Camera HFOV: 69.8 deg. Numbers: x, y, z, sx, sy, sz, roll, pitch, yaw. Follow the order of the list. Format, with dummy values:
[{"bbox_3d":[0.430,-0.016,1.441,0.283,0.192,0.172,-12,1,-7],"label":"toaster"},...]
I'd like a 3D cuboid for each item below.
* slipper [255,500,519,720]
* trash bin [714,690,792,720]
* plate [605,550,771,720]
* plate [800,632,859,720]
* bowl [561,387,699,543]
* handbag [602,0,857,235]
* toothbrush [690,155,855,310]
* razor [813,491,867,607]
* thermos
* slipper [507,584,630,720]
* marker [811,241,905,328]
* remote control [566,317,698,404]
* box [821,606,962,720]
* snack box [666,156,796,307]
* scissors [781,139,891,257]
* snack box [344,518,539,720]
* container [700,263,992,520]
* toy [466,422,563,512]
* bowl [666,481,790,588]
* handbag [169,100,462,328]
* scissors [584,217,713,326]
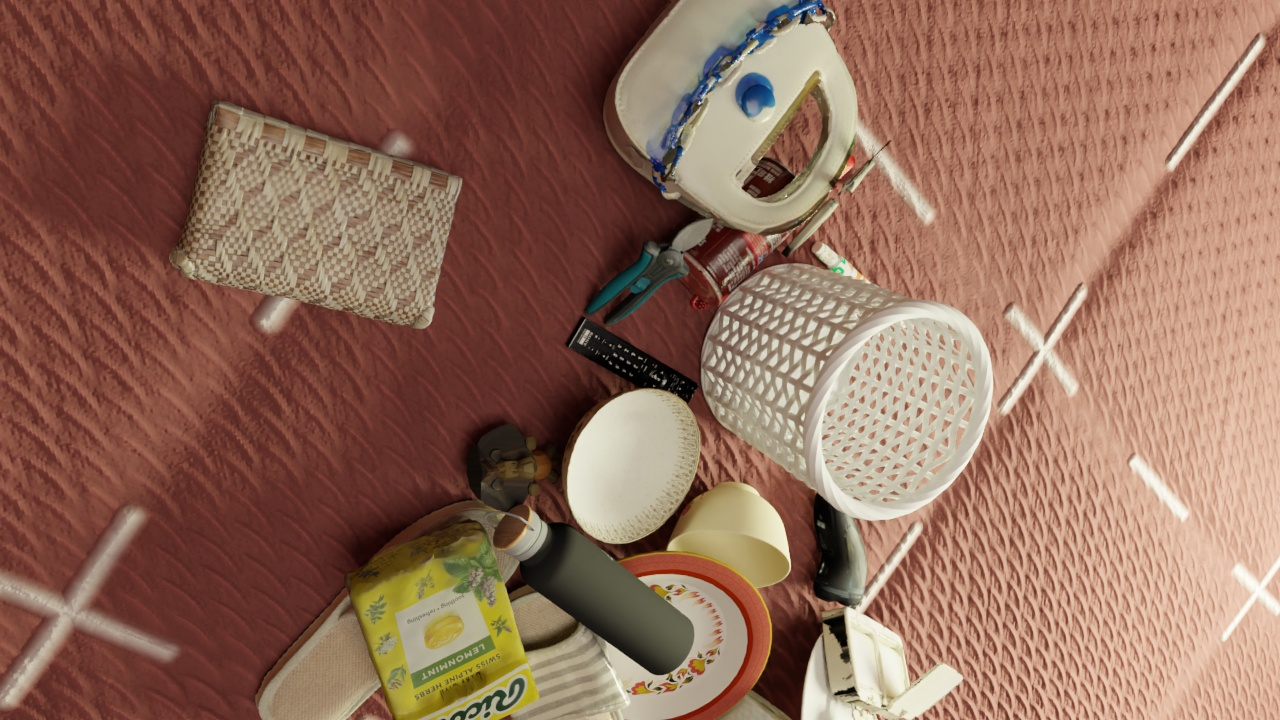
[{"bbox_3d":[-0.209,0.231,0.789,0.262,0.052,0.115,-41,118,-8],"label":"slipper"},{"bbox_3d":[0.095,0.436,0.962,0.133,0.133,0.161,39,82,-30],"label":"trash bin"},{"bbox_3d":[0.015,0.279,0.904,0.229,0.021,0.230,-3,114,-7],"label":"plate"},{"bbox_3d":[0.214,0.397,0.989,0.208,0.015,0.208,20,67,-59],"label":"plate"},{"bbox_3d":[-0.021,0.085,0.817,0.145,0.063,0.145,-13,113,-35],"label":"bowl"},{"bbox_3d":[0.085,-0.201,0.734,0.199,0.093,0.200,37,86,-12],"label":"handbag"},{"bbox_3d":[0.127,-0.120,0.854,0.212,0.018,0.012,-43,119,-7],"label":"toothbrush"},{"bbox_3d":[0.204,0.199,0.976,0.063,0.053,0.140,-26,115,-25],"label":"razor"},{"bbox_3d":[-0.047,0.194,0.798,0.061,0.061,0.231,-48,118,-4],"label":"thermos"},{"bbox_3d":[-0.066,0.328,0.875,0.114,0.054,0.273,-14,115,3],"label":"slipper"},{"bbox_3d":[0.221,-0.074,0.915,0.145,0.017,0.017,34,90,-30],"label":"marker"},{"bbox_3d":[-0.005,0.005,0.836,0.140,0.009,0.030,30,92,-30],"label":"remote control"},{"bbox_3d":[0.278,0.357,0.969,0.099,0.183,0.143,-25,140,31],"label":"box"},{"bbox_3d":[0.086,-0.114,0.806,0.121,0.072,0.072,-44,119,-8],"label":"snack box"},{"bbox_3d":[0.178,-0.147,0.817,0.012,0.171,0.157,43,41,2],"label":"scissors"},{"bbox_3d":[-0.161,0.230,0.757,0.121,0.045,0.181,-20,114,-23],"label":"snack box"},{"bbox_3d":[0.177,0.019,0.826,0.189,0.187,0.189,-8,110,-23],"label":"container"},{"bbox_3d":[-0.102,0.092,0.795,0.100,0.063,0.076,-1,85,-43],"label":"toy"},{"bbox_3d":[0.088,0.161,0.890,0.118,0.118,0.073,38,46,-30],"label":"bowl"},{"bbox_3d":[-0.232,-0.101,0.673,0.185,0.047,0.124,13,92,-29],"label":"handbag"},{"bbox_3d":[0.012,-0.070,0.769,0.136,0.019,0.139,-7,139,8],"label":"scissors"}]
